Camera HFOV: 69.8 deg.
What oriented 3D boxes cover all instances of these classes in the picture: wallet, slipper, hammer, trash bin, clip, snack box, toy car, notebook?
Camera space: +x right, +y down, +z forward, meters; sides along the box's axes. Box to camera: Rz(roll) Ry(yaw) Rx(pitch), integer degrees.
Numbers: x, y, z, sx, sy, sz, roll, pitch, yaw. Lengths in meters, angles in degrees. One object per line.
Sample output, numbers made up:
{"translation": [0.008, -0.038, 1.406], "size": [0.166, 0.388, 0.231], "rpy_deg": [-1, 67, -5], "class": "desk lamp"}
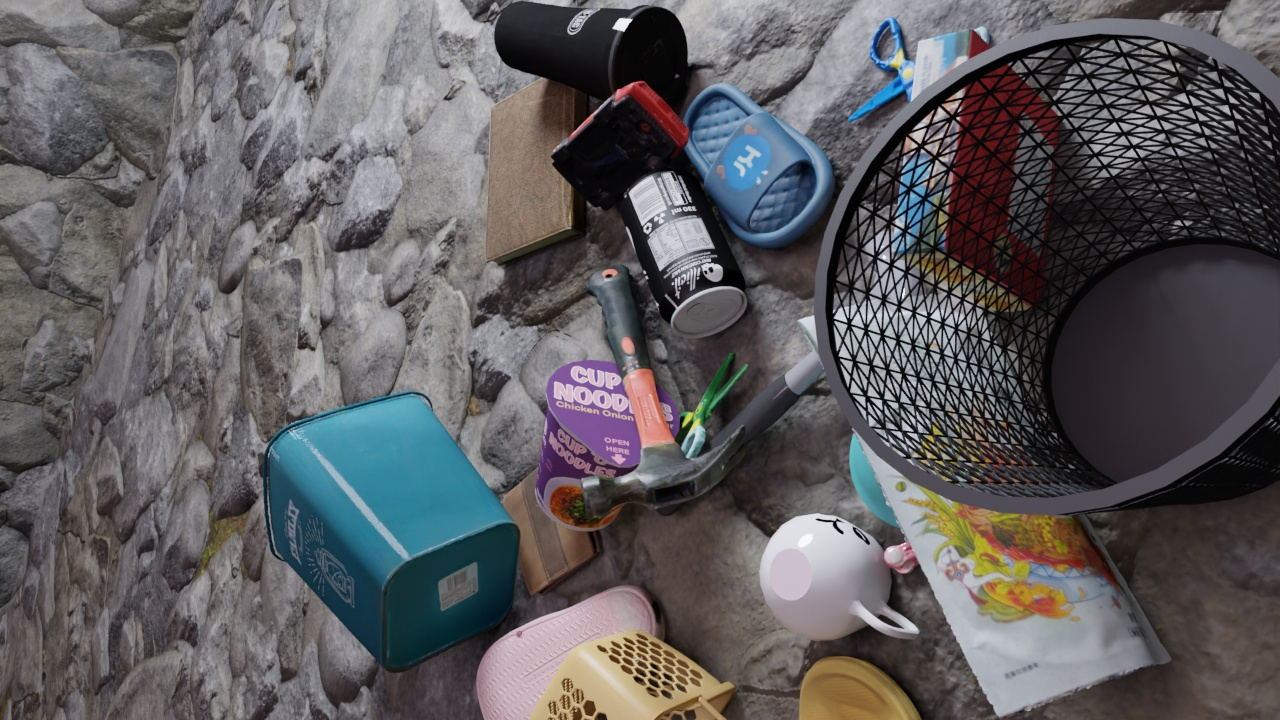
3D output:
{"translation": [-0.091, 0.164, 0.929], "size": [0.099, 0.027, 0.121], "rpy_deg": [-40, 54, 28], "class": "wallet"}
{"translation": [-0.066, 0.284, 0.849], "size": [0.222, 0.055, 0.106], "rpy_deg": [-35, 56, 21], "class": "slipper"}
{"translation": [0.109, 0.036, 0.745], "size": [0.312, 0.029, 0.124], "rpy_deg": [-46, 27, 31], "class": "hammer"}
{"translation": [0.251, -0.018, 0.480], "size": [0.218, 0.243, 0.216], "rpy_deg": [-15, 68, 42], "class": "trash bin"}
{"translation": [0.091, -0.178, 0.822], "size": [0.104, 0.059, 0.213], "rpy_deg": [-54, 46, 23], "class": "slipper"}
{"translation": [0.195, 0.131, 0.646], "size": [0.059, 0.049, 0.023], "rpy_deg": [-52, 50, 40], "class": "clip"}
{"translation": [-0.005, 0.005, 0.805], "size": [0.332, 0.133, 0.033], "rpy_deg": [-108, 8, -53], "class": "hammer"}
{"translation": [0.226, -0.119, 0.607], "size": [0.040, 0.142, 0.145], "rpy_deg": [1, 79, 45], "class": "snack box"}
{"translation": [-0.024, -0.207, 0.902], "size": [0.056, 0.081, 0.190], "rpy_deg": [-52, 15, -26], "class": "toy car"}
{"translation": [-0.106, -0.231, 1.050], "size": [0.191, 0.034, 0.215], "rpy_deg": [-15, 68, 40], "class": "notebook"}
{"translation": [0.145, 0.333, 0.607], "size": [0.100, 0.078, 0.263], "rpy_deg": [-18, 66, 38], "class": "slipper"}
{"translation": [-0.251, 0.179, 0.957], "size": [0.219, 0.198, 0.197], "rpy_deg": [37, 130, 37], "class": "trash bin"}

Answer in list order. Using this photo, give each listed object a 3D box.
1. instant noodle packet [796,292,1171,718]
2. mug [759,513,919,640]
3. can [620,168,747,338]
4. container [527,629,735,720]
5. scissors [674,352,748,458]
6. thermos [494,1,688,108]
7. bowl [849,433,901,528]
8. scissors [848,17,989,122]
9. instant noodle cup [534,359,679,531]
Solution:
{"translation": [0.213, 0.070, 0.572], "size": [0.057, 0.146, 0.269], "rpy_deg": [118, 138, -55], "class": "instant noodle packet"}
{"translation": [0.142, 0.164, 0.659], "size": [0.124, 0.076, 0.090], "rpy_deg": [30, 100, 45], "class": "mug"}
{"translation": [0.038, -0.099, 0.832], "size": [0.080, 0.080, 0.146], "rpy_deg": [-40, 55, 30], "class": "can"}
{"translation": [-0.006, 0.330, 0.720], "size": [0.167, 0.129, 0.183], "rpy_deg": [36, 104, 30], "class": "container"}
{"translation": [0.054, 0.049, 0.796], "size": [0.130, 0.012, 0.116], "rpy_deg": [-50, 16, 30], "class": "scissors"}
{"translation": [-0.058, -0.324, 0.957], "size": [0.219, 0.105, 0.106], "rpy_deg": [26, 97, 37], "class": "thermos"}
{"translation": [0.193, 0.055, 0.645], "size": [0.121, 0.046, 0.121], "rpy_deg": [-20, 57, 33], "class": "bowl"}
{"translation": [0.221, -0.232, 0.740], "size": [0.130, 0.013, 0.125], "rpy_deg": [-26, 60, 41], "class": "scissors"}
{"translation": [-0.041, 0.090, 0.830], "size": [0.136, 0.122, 0.122], "rpy_deg": [-98, 24, -52], "class": "instant noodle cup"}
